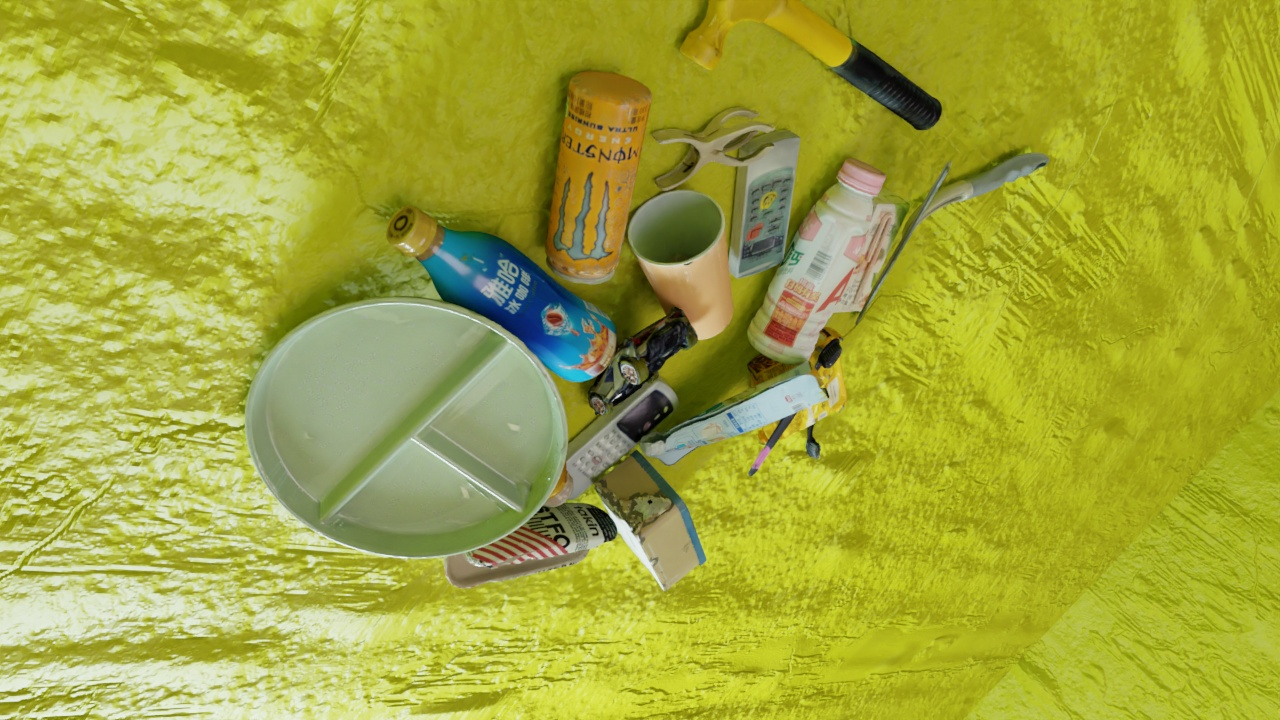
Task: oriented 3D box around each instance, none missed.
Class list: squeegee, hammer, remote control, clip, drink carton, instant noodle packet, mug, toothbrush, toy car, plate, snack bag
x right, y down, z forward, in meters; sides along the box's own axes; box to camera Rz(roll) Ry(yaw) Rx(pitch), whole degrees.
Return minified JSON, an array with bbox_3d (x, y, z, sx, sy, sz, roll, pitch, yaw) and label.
[{"bbox_3d":[0.338,-0.172,0.957,0.246,0.039,0.247,-31,158,-23],"label":"squeegee"},{"bbox_3d":[0.162,-0.250,0.742,0.300,0.033,0.129,12,118,-45],"label":"hammer"},{"bbox_3d":[0.108,-0.136,0.811,0.056,0.019,0.135,-21,137,-24],"label":"remote control"},{"bbox_3d":[0.056,-0.172,0.727,0.100,0.034,0.072,-20,138,-13],"label":"clip"},{"bbox_3d":[0.215,-0.108,0.906,0.053,0.045,0.123,-5,128,-36],"label":"drink carton"},{"bbox_3d":[-0.028,0.075,0.892,0.150,0.021,0.058,-41,142,0],"label":"remote control"},{"bbox_3d":[0.170,0.029,0.995,0.110,0.044,0.128,-24,135,-8],"label":"instant noodle packet"},{"bbox_3d":[0.041,-0.074,0.773,0.078,0.078,0.123,-36,147,-9],"label":"mug"},{"bbox_3d":[0.203,0.055,1.072,0.014,0.016,0.190,-29,139,-18],"label":"toothbrush"},{"bbox_3d":[-0.005,0.005,0.798,0.070,0.042,0.158,-34,172,-31],"label":"toy car"},{"bbox_3d":[0.161,0.055,0.969,0.014,0.017,0.190,13,121,-27],"label":"toothbrush"},{"bbox_3d":[-0.168,0.052,0.673,0.230,0.027,0.231,-2,120,-4],"label":"plate"},{"bbox_3d":[0.091,0.058,0.914,0.191,0.039,0.110,-25,169,14],"label":"snack bag"}]

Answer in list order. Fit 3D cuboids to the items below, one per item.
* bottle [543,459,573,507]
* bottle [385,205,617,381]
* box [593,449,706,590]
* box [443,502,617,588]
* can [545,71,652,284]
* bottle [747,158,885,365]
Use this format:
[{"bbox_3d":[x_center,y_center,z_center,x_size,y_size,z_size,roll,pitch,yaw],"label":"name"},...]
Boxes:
[{"bbox_3d":[-0.113,0.072,0.780,0.068,0.068,0.189,-40,142,-3],"label":"bottle"},{"bbox_3d":[-0.099,-0.048,0.681,0.065,0.065,0.218,-48,141,7],"label":"bottle"},{"bbox_3d":[0.013,0.172,0.952,0.062,0.090,0.184,-38,150,-9],"label":"box"},{"bbox_3d":[-0.105,0.183,0.884,0.161,0.075,0.087,-8,128,-35],"label":"box"},{"bbox_3d":[-0.033,-0.131,0.666,0.058,0.058,0.146,-13,133,-32],"label":"can"},{"bbox_3d":[0.168,-0.093,0.867,0.068,0.068,0.197,0,123,-40],"label":"bottle"}]
